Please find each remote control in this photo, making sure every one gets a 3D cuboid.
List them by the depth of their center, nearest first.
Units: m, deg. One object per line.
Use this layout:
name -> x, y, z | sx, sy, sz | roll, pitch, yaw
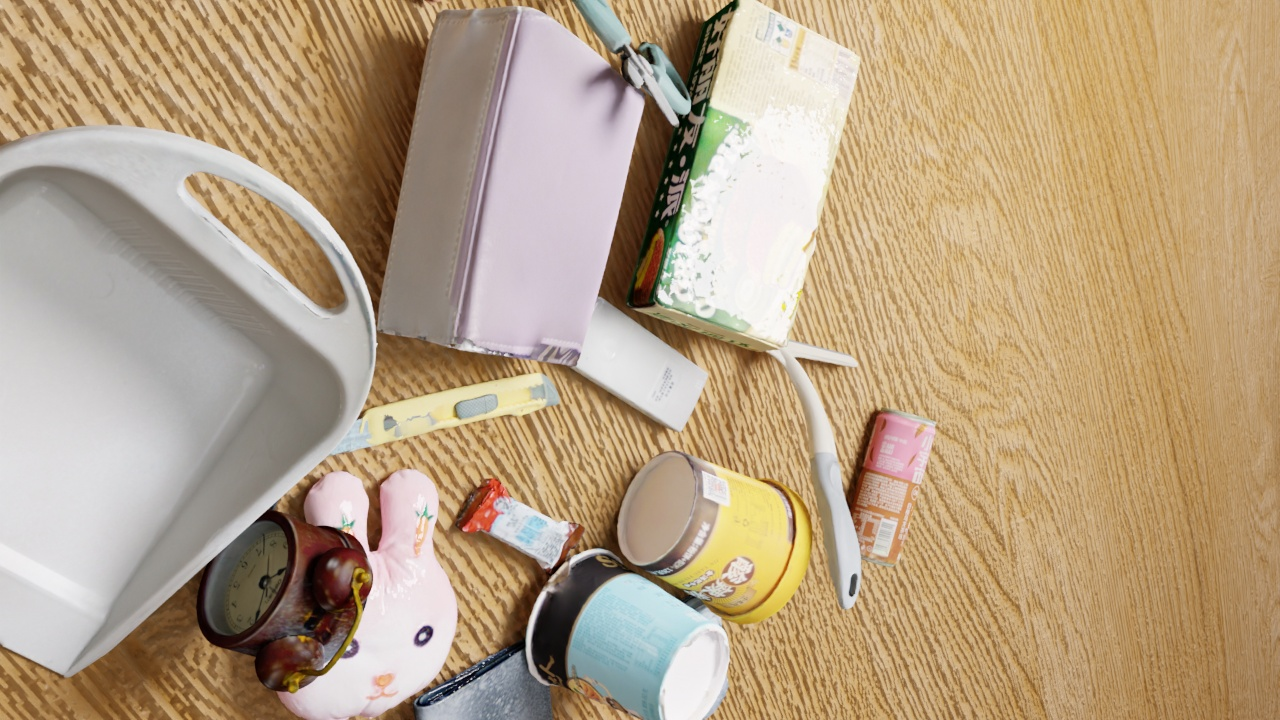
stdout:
remote control -> -0.004, 0.004, 0.708 | 0.135, 0.019, 0.056 | 33, 78, -37

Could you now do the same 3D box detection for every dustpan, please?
dustpan -> -0.263, 0.019, 0.435 | 0.222, 0.143, 0.257 | 48, 68, -33

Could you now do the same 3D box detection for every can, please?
can -> 0.242, 0.123, 0.897 | 0.057, 0.058, 0.147 | 18, 87, -39

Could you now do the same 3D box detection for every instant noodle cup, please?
instant noodle cup -> -0.005, 0.209, 0.671 | 0.111, 0.121, 0.111 | -18, 114, -45
instant noodle cup -> 0.054, 0.134, 0.722 | 0.114, 0.119, 0.118 | 29, 80, -30

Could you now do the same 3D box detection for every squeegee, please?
squeegee -> 0.137, 0.071, 0.728 | 0.246, 0.039, 0.246 | 12, 53, -38

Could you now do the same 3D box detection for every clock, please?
clock -> -0.188, 0.129, 0.499 | 0.082, 0.122, 0.055 | -59, 139, -11

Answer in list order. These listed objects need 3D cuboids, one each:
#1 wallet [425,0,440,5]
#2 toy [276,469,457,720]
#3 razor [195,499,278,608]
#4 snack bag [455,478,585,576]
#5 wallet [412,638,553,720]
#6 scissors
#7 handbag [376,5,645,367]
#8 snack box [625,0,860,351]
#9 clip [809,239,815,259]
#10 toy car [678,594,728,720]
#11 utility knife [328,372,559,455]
wallet -> -0.149, -0.290, 0.532 | 0.131, 0.031, 0.107 | 28, 78, -37
toy -> -0.175, 0.150, 0.586 | 0.121, 0.054, 0.159 | 1, 90, -38
razor -> -0.224, 0.082, 0.551 | 0.042, 0.022, 0.142 | 20, 88, -39
snack bag -> -0.084, 0.122, 0.664 | 0.105, 0.026, 0.045 | 37, 76, -37
wallet -> -0.110, 0.265, 0.666 | 0.120, 0.019, 0.097 | -18, 110, -47
scissors -> 0.002, -0.201, 0.616 | 0.019, 0.174, 0.176 | -38, 152, 18
handbag -> -0.078, -0.101, 0.581 | 0.144, 0.099, 0.197 | 12, 90, -55
snack box -> 0.079, -0.136, 0.690 | 0.114, 0.063, 0.240 | 17, 83, -22
clip -> 0.134, -0.119, 0.762 | 0.035, 0.089, 0.104 | 39, 86, -36
toy car -> 0.049, 0.257, 0.789 | 0.054, 0.037, 0.121 | -20, 114, -34
utility knife -> -0.130, 0.035, 0.623 | 0.174, 0.019, 0.031 | -12, 100, -31
